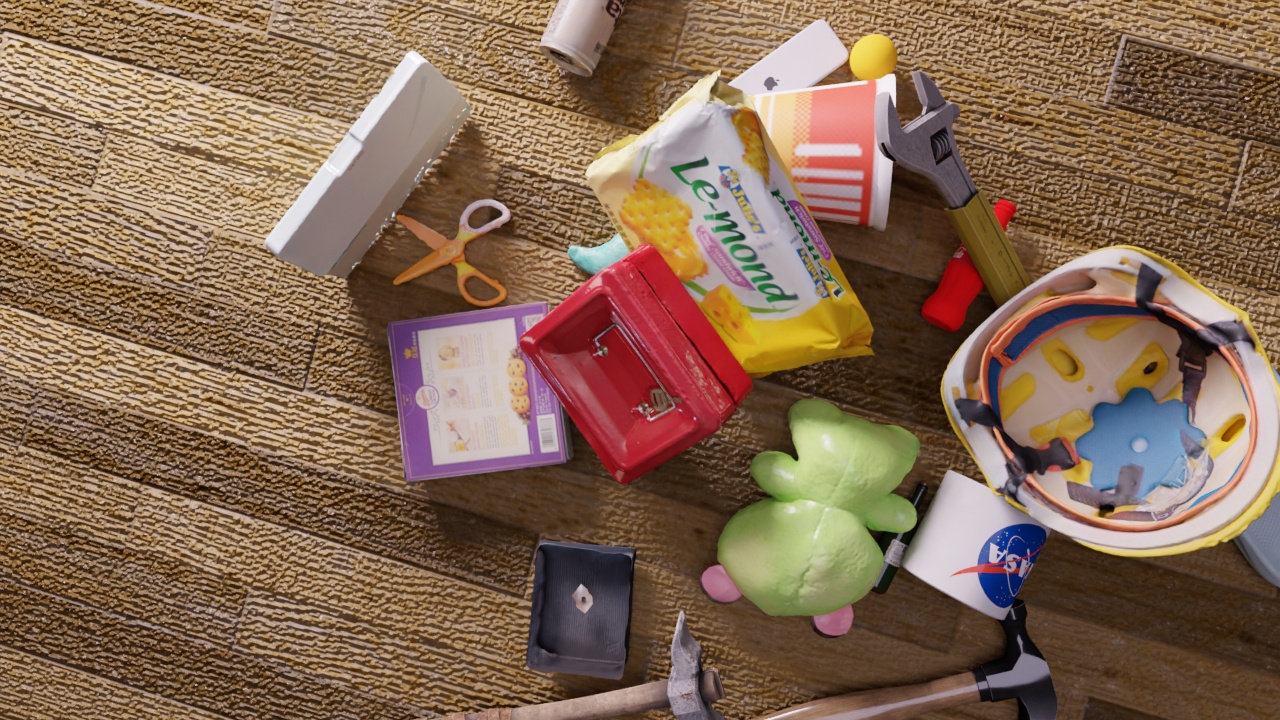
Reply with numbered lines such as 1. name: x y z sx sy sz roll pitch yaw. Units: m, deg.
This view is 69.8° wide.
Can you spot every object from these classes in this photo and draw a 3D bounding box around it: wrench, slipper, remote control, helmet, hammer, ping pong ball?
1. wrench: 0.264 -0.112 0.735 0.083 0.018 0.273 -48 118 -19
2. slipper: 0.510 0.079 0.754 0.104 0.074 0.245 -29 89 3
3. remote control: 0.115 -0.245 0.818 0.147 0.008 0.045 -35 87 3
4. helmet: 0.372 0.047 0.705 0.209 0.139 0.239 -42 53 18
5. hammer: -0.084 0.308 0.795 0.319 0.048 0.121 -15 97 12
6. ping pong ball: 0.202 -0.262 0.796 0.040 0.040 0.040 0 89 4
7. hammer: 0.198 0.309 0.794 0.305 0.040 0.132 -16 88 5

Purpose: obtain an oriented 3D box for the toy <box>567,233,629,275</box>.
1. toy: -0.009 -0.117 0.816 0.085 0.033 0.105 28 94 13

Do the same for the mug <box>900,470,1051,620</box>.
1. mug: 0.290 0.157 0.769 0.121 0.091 0.090 26 91 -31

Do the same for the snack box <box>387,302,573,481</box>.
1. snack box: -0.142 0.028 0.818 0.148 0.040 0.143 -7 89 4

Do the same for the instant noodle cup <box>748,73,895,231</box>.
1. instant noodle cup: 0.145 -0.172 0.765 0.121 0.123 0.123 3 90 12

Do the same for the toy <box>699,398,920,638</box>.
1. toy: 0.150 0.132 0.769 0.150 0.107 0.196 20 81 4

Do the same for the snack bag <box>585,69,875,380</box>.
1. snack bag: 0.072 -0.092 0.736 0.068 0.160 0.247 -42 107 -40

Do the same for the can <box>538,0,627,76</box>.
1. can: -0.038 -0.324 0.807 0.054 0.054 0.135 25 91 4

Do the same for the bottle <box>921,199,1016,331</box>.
1. bottle: 0.286 -0.083 0.790 0.036 0.036 0.119 31 91 4

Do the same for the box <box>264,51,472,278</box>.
1. box: -0.219 -0.155 0.778 0.041 0.134 0.197 40 92 14

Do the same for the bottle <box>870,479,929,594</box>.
1. bottle: 0.224 0.152 0.798 0.025 0.025 0.106 27 92 4

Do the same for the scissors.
1. scissors: -0.167 -0.104 0.836 0.125 0.011 0.128 34 90 2

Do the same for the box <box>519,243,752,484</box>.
1. box: -0.003 0.002 0.753 0.130 0.092 0.157 -32 93 40

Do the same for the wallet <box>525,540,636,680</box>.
1. wallet: -0.051 0.220 0.817 0.089 0.026 0.115 6 91 5
